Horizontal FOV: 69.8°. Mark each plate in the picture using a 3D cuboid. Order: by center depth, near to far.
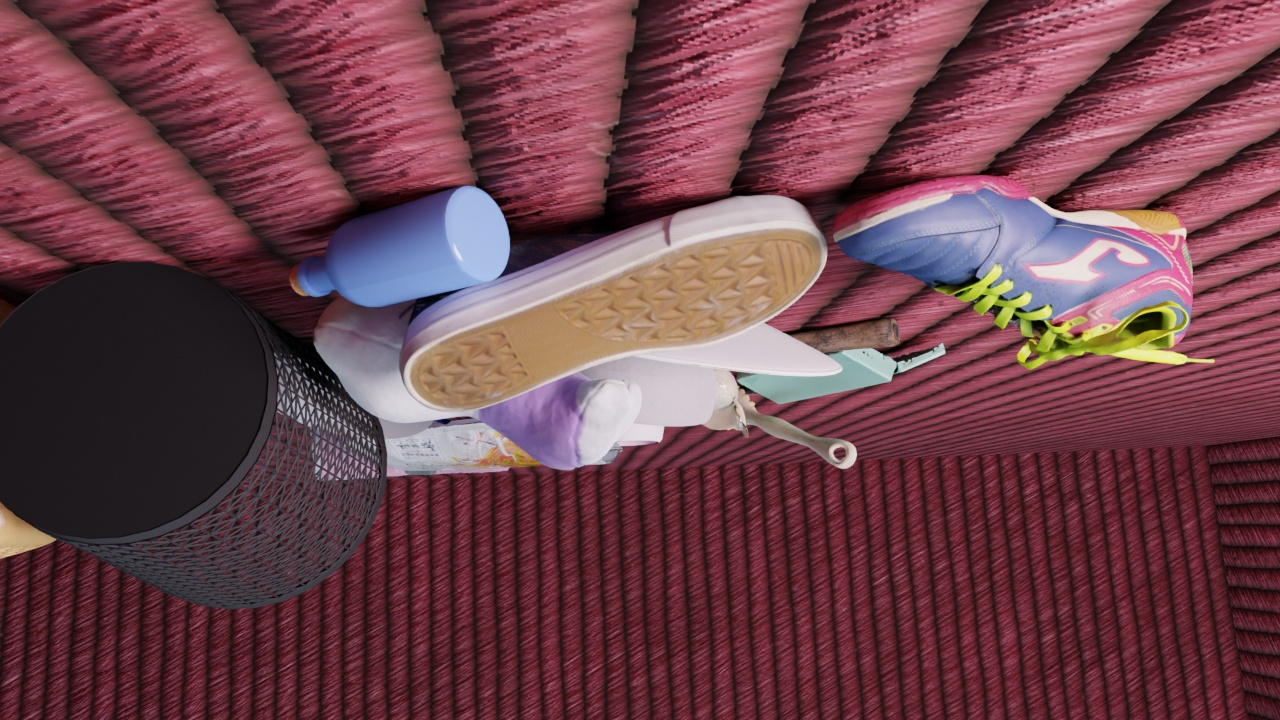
[{"bbox_3d":[0.024,-0.028,0.624,0.229,0.030,0.229,8,-173,-1],"label":"plate"},{"bbox_3d":[-0.277,0.027,0.859,0.173,0.019,0.173,5,150,3],"label":"plate"}]

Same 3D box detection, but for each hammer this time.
[{"bbox_3d":[0.079,-0.003,0.872,0.331,0.033,0.119,-8,172,27],"label":"hammer"}]

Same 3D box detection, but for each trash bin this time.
[{"bbox_3d":[-0.304,0.054,0.629,0.217,0.216,0.244,-2,163,-7],"label":"trash bin"}]

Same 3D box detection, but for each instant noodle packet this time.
[{"bbox_3d":[-0.163,0.094,0.972,0.269,0.057,0.147,-8,158,14],"label":"instant noodle packet"}]

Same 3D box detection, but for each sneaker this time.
[{"bbox_3d":[-0.019,-0.047,0.498,0.235,0.079,0.087,-18,139,-1],"label":"sneaker"},{"bbox_3d":[0.214,-0.043,0.500,0.241,0.091,0.116,3,171,-23],"label":"sneaker"}]

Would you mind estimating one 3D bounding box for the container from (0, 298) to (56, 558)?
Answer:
[{"bbox_3d":[-0.482,0.050,0.587,0.167,0.183,0.129,-8,172,-14],"label":"container"}]

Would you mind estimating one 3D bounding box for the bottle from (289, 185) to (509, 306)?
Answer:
[{"bbox_3d":[-0.132,-0.053,0.476,0.131,0.048,0.048,-9,168,31],"label":"bottle"}]

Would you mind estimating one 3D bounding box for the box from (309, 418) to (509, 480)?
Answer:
[{"bbox_3d":[-0.268,0.066,1.054,0.233,0.075,0.173,-1,142,-8],"label":"box"}]

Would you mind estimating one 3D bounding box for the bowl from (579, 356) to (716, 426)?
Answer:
[{"bbox_3d":[-0.004,0.004,0.731,0.132,0.064,0.131,9,-171,-2],"label":"bowl"}]

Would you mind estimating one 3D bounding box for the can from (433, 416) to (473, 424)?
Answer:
[{"bbox_3d":[-0.184,0.033,0.930,0.059,0.054,0.100,-6,171,6],"label":"can"}]

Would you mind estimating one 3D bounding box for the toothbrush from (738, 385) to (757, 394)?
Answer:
[{"bbox_3d":[0.146,0.035,1.138,0.188,0.014,0.017,-3,157,2],"label":"toothbrush"}]

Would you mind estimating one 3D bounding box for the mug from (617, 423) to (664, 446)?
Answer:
[{"bbox_3d":[-0.033,0.057,1.036,0.124,0.076,0.090,-4,170,7],"label":"mug"}]

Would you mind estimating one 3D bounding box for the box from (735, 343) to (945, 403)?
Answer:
[{"bbox_3d":[0.202,0.012,0.948,0.138,0.056,0.187,9,167,-24],"label":"box"}]

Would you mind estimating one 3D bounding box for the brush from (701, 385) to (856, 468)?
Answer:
[{"bbox_3d":[0.142,0.070,0.999,0.077,0.062,0.272,5,-172,-29],"label":"brush"}]

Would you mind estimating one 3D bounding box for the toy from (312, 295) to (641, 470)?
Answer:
[{"bbox_3d":[-0.106,0.011,0.594,0.209,0.085,0.137,20,-179,5],"label":"toy"}]

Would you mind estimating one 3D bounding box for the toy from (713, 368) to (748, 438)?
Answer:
[{"bbox_3d":[0.080,0.033,0.985,0.112,0.050,0.087,31,167,7],"label":"toy"}]
